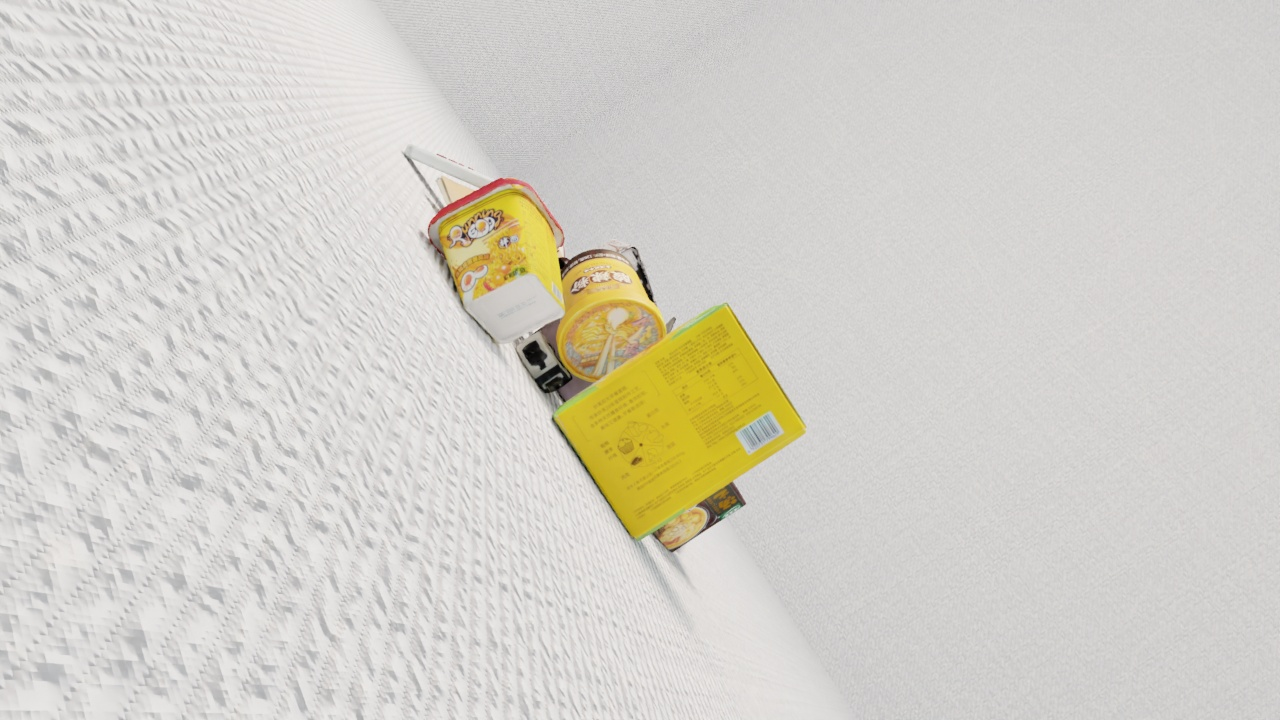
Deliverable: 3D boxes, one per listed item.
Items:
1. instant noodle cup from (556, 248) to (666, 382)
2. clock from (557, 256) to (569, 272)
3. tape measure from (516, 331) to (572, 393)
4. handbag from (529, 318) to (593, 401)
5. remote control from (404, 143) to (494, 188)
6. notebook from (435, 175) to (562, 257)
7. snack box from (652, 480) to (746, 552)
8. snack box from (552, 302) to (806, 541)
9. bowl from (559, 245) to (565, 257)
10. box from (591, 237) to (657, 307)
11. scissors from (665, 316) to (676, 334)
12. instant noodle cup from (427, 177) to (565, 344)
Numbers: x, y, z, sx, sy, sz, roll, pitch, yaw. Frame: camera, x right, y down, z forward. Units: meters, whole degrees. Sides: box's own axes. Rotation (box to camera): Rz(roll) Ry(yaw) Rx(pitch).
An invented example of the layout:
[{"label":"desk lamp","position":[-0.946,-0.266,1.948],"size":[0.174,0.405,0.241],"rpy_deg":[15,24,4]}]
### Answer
[{"label":"instant noodle cup","position":[-0.040,-0.055,1.023],"size":[0.118,0.118,0.114],"rpy_deg":[55,13,-41]},{"label":"clock","position":[-0.120,-0.088,1.080],"size":[0.055,0.082,0.121],"rpy_deg":[40,22,31]},{"label":"tape measure","position":[-0.105,0.002,1.000],"size":[0.066,0.033,0.066],"rpy_deg":[56,0,-1]},{"label":"handbag","position":[-0.050,0.030,1.140],"size":[0.197,0.098,0.145],"rpy_deg":[55,7,-1]},{"label":"remote control","position":[-0.234,-0.243,1.176],"size":[0.136,0.020,0.056],"rpy_deg":[23,7,-3]},{"label":"notebook","position":[-0.159,-0.145,1.161],"size":[0.211,0.012,0.149],"rpy_deg":[11,50,-58]},{"label":"snack box","position":[0.061,0.171,1.113],"size":[0.053,0.113,0.126],"rpy_deg":[59,3,38]},{"label":"snack box","position":[0.039,0.060,0.941],"size":[0.157,0.210,0.070],"rpy_deg":[57,0,-2]},{"label":"bowl","position":[-0.176,-0.164,1.467],"size":[0.062,0.114,0.113],"rpy_deg":[-4,47,-36]},{"label":"box","position":[-0.087,-0.105,1.585],"size":[0.193,0.156,0.183],"rpy_deg":[31,-35,58]},{"label":"scissors","position":[0.003,0.027,1.213],"size":[0.222,0.021,0.211],"rpy_deg":[8,-60,40]},{"label":"instant noodle cup","position":[-0.132,-0.093,0.895],"size":[0.116,0.116,0.123],"rpy_deg":[53,15,-53]}]
